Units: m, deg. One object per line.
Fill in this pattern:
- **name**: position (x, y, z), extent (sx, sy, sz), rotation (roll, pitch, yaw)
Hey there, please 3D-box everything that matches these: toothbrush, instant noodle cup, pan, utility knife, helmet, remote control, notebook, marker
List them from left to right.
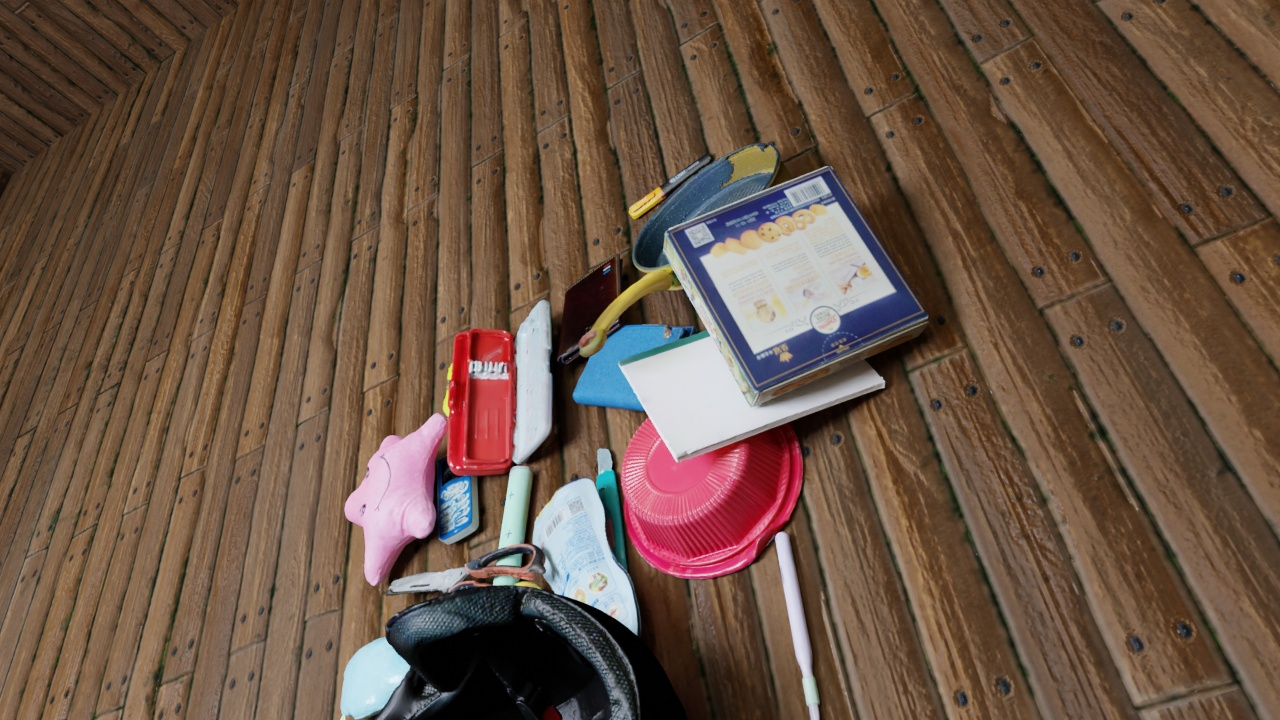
- **remote control**: position (-0.208, 0.151, 1.049), extent (0.049, 0.024, 0.124), rotation (-29, 43, 16)
- **toothbrush**: position (-0.136, 0.212, 0.951), extent (0.027, 0.026, 0.224), rotation (-3, 55, 10)
- **helmet**: position (-0.090, 0.310, 0.706), extent (0.275, 0.230, 0.233), rotation (-39, 51, 18)
- **utility knife**: position (-0.032, 0.162, 0.921), extent (0.029, 0.013, 0.179), rotation (-28, 47, 22)
- **marker**: position (0.037, -0.218, 1.144), extent (0.124, 0.015, 0.018), rotation (-35, 50, 8)
- **pan**: position (0.037, -0.113, 0.957), extent (0.198, 0.078, 0.356), rotation (-17, 36, 45)
- **instant noodle cup**: position (0.053, 0.104, 0.865), extent (0.194, 0.066, 0.193), rotation (-18, 51, 23)
- **notebook**: position (0.100, 0.011, 0.868), extent (0.209, 0.012, 0.150), rotation (-19, 40, -12)
- **toothbrush**: position (0.128, 0.227, 0.755), extent (0.021, 0.029, 0.188), rotation (5, 50, -9)

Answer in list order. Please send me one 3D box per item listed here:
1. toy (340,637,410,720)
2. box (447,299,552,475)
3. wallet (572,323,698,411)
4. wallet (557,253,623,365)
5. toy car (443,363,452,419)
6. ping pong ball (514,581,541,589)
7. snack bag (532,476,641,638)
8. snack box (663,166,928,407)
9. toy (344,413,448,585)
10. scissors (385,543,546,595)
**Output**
- **toy**: position (-0.249, 0.310, 0.941), extent (0.162, 0.050, 0.155), rotation (-7, 38, 52)
- **box**: position (-0.155, 0.033, 1.071), extent (0.155, 0.073, 0.200), rotation (-20, 50, 18)
- **wallet**: position (-0.006, 0.006, 0.996), extent (0.133, 0.040, 0.106), rotation (3, 62, 46)
- **wallet**: position (-0.057, -0.060, 1.073), extent (0.097, 0.020, 0.122), rotation (-35, 35, 29)
- **toy car**: position (-0.221, 0.028, 1.142), extent (0.048, 0.032, 0.105), rotation (-13, 54, 28)
- **ping pong ball**: position (-0.114, 0.239, 0.905), extent (0.040, 0.040, 0.040), rotation (-19, 50, 24)
- **snack bag**: position (-0.054, 0.210, 0.876), extent (0.110, 0.038, 0.190), rotation (-46, 42, 19)
- **snack box**: position (0.140, -0.071, 0.848), extent (0.177, 0.046, 0.182), rotation (-23, 70, -11)
- **toy**: position (-0.290, 0.165, 1.064), extent (0.179, 0.074, 0.194), rotation (-26, 50, 35)
- **scissors**: position (-0.189, 0.234, 0.931), extent (0.207, 0.015, 0.191), rotation (-35, 29, 2)
